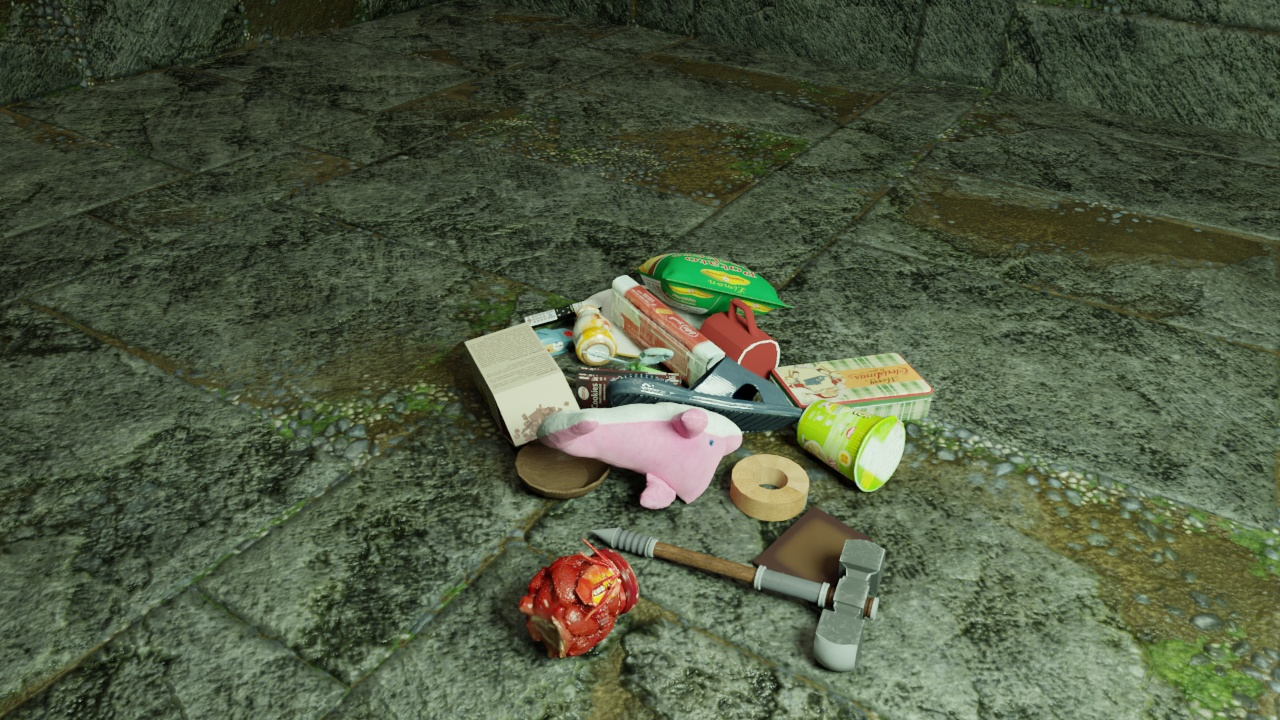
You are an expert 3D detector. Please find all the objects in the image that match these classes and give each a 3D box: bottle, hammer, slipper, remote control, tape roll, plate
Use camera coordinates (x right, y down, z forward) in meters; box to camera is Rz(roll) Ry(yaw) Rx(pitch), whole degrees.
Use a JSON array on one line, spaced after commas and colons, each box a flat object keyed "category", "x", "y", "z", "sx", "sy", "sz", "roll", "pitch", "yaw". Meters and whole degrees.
[{"category": "bottle", "x": -0.072, "y": -0.041, "z": 1.376, "sx": 0.063, "sy": 0.063, "sz": 0.108, "roll": -5, "pitch": 37, "yaw": -10}, {"category": "hammer", "x": 0.092, "y": 0.224, "z": 0.991, "sx": 0.323, "sy": 0.043, "sz": 0.155, "roll": 11, "pitch": 41, "yaw": 22}, {"category": "slipper", "x": 0.083, "y": 0.037, "z": 1.183, "sx": 0.263, "sy": 0.101, "sz": 0.082, "roll": 10, "pitch": 65, "yaw": -17}, {"category": "remote control", "x": -0.121, "y": -0.074, "z": 1.457, "sx": 0.124, "sy": 0.012, "sz": 0.028, "roll": -16, "pitch": 35, "yaw": -6}, {"category": "tape roll", "x": 0.157, "y": 0.154, "z": 1.119, "sx": 0.094, "sy": 0.027, "sz": 0.093, "roll": 1, "pitch": 32, "yaw": -1}, {"category": "bottle", "x": -0.060, "y": 0.236, "z": 0.911, "sx": 0.111, "sy": 0.099, "sz": 0.099, "roll": -20, "pitch": 38, "yaw": -41}, {"category": "plate", "x": 0.008, "y": -0.073, "z": 1.473, "sx": 0.230, "sy": 0.021, "sz": 0.229, "roll": 1, "pitch": 32, "yaw": -1}]

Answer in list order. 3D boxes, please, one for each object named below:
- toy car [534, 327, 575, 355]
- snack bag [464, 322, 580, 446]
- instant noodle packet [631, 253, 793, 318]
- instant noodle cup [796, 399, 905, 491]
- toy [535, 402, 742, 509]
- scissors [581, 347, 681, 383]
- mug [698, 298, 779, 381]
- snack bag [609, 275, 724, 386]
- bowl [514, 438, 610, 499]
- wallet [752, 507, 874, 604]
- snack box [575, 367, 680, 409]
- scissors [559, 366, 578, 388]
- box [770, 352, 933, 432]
[{"category": "toy car", "x": -0.140, "y": -0.031, "z": 1.394, "sx": 0.107, "sy": 0.028, "sz": 0.060, "roll": -14, "pitch": 36, "yaw": -24}, {"category": "snack bag", "x": -0.156, "y": 0.040, "z": 1.230, "sx": 0.094, "sy": 0.070, "sz": 0.206, "roll": -20, "pitch": 38, "yaw": -17}, {"category": "instant noodle packet", "x": 0.103, "y": -0.116, "z": 1.428, "sx": 0.195, "sy": 0.090, "sz": 0.253, "roll": 11, "pitch": 7, "yaw": -13}, {"category": "instant noodle cup", "x": 0.260, "y": 0.100, "z": 1.159, "sx": 0.098, "sy": 0.099, "sz": 0.108, "roll": -23, "pitch": 32, "yaw": -34}, {"category": "toy", "x": 0.007, "y": 0.112, "z": 1.086, "sx": 0.265, "sy": 0.127, "sz": 0.187, "roll": 8, "pitch": -14, "yaw": -26}, {"category": "scissors", "x": -0.007, "y": 0.007, "z": 1.267, "sx": 0.171, "sy": 0.021, "sz": 0.173, "roll": 15, "pitch": -16, "yaw": -35}, {"category": "mug", "x": 0.142, "y": -0.027, "z": 1.320, "sx": 0.080, "sy": 0.117, "sz": 0.096, "roll": -13, "pitch": 35, "yaw": -29}, {"category": "snack bag", "x": 0.035, "y": -0.039, "z": 1.343, "sx": 0.041, "sy": 0.078, "sz": 0.225, "roll": -25, "pitch": 49, "yaw": -33}, {"category": "bowl", "x": -0.095, "y": 0.135, "z": 1.132, "sx": 0.118, "sy": 0.030, "sz": 0.117, "roll": 2, "pitch": 33, "yaw": -1}, {"category": "wallet", "x": 0.197, "y": 0.220, "z": 1.032, "sx": 0.091, "sy": 0.018, "sz": 0.115, "roll": 29, "pitch": 45, "yaw": 35}, {"category": "snack box", "x": -0.017, "y": 0.044, "z": 1.261, "sx": 0.141, "sy": 0.051, "sz": 0.031, "roll": 4, "pitch": 33, "yaw": 2}, {"category": "scissors", "x": -0.161, "y": 0.022, "z": 1.323, "sx": 0.169, "sy": 0.013, "sz": 0.132, "roll": 2, "pitch": 32, "yaw": -1}, {"category": "box", "x": 0.292, "y": 0.043, "z": 1.284, "sx": 0.205, "sy": 0.050, "sz": 0.117, "roll": -5, "pitch": 34, "yaw": -13}]
